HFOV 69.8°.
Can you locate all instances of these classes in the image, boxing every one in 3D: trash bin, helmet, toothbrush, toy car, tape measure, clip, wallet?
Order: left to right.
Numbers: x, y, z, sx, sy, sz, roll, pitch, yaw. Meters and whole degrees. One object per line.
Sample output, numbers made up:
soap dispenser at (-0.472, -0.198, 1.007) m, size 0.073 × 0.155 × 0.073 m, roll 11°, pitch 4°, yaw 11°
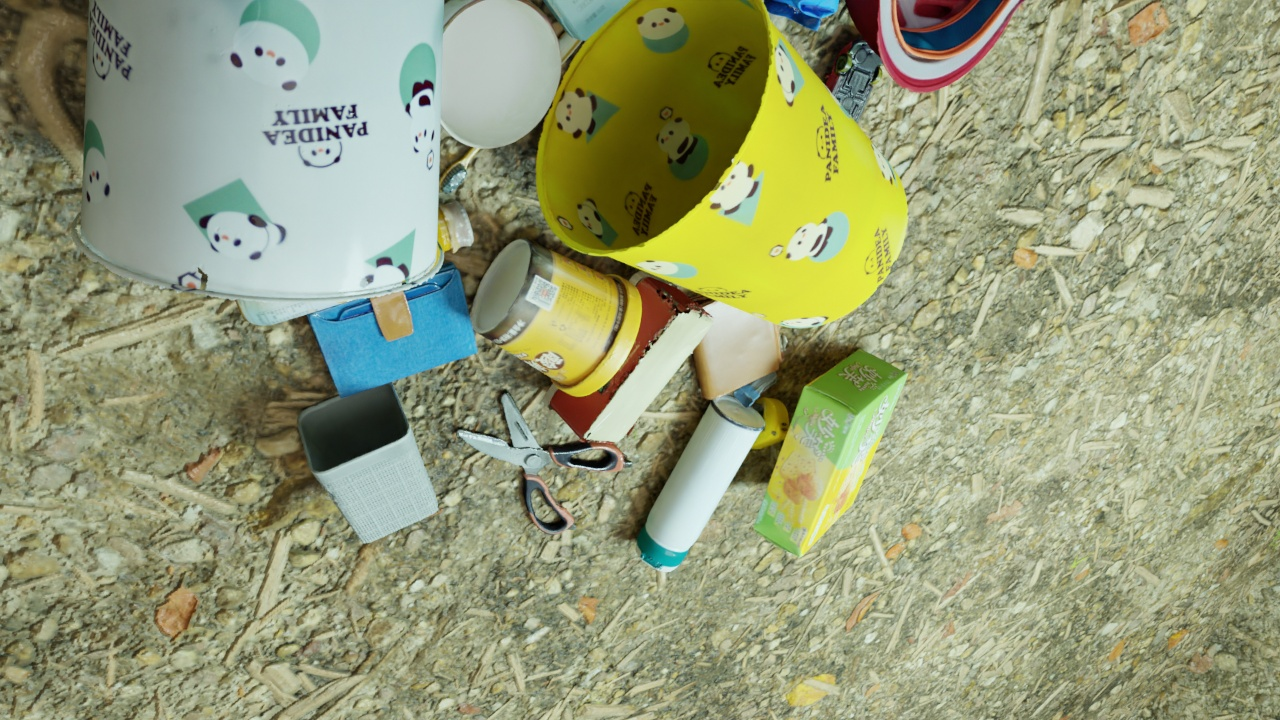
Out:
trash bin at (-0.225, -0.193, 0.566) m, size 0.229 × 0.229 × 0.252 m, roll -2°, pitch 118°, yaw -28°
wallet at (-0.215, -0.027, 0.807) m, size 0.133 × 0.040 × 0.106 m, roll -20°, pitch 134°, yaw -17°
toothbrush at (-0.102, -0.208, 0.750) m, size 0.191 × 0.018 × 0.016 m, roll -46°, pitch 133°, yaw 8°
wallet at (0.104, -0.028, 0.987) m, size 0.107 × 0.031 × 0.132 m, roll -25°, pitch 132°, yaw -10°
trash bin at (0.083, -0.151, 0.768) m, size 0.255 × 0.229 × 0.230 m, roll 23°, pitch 109°, yaw -44°
clip at (0.134, 0.028, 1.044) m, size 0.058 × 0.027 × 0.045 m, roll -38°, pitch 161°, yaw -27°
tape measure at (0.144, 0.071, 1.062) m, size 0.028 × 0.057 × 0.060 m, roll 9°, pitch 158°, yaw -30°
toy car at (0.194, -0.253, 0.875) m, size 0.049 × 0.031 × 0.106 m, roll 5°, pitch 121°, yaw -33°
helmet at (0.246, -0.362, 0.756) m, size 0.206 × 0.144 × 0.241 m, roll -12°, pitch 141°, yaw -29°

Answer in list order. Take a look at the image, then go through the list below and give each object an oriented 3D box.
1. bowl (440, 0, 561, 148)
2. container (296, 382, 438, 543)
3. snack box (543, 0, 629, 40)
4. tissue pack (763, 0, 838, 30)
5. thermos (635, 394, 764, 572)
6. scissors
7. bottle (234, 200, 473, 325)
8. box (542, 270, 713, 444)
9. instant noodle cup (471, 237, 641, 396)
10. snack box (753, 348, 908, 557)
bowl at (-0.122, -0.225, 0.692) m, size 0.113 × 0.062 × 0.114 m, roll -25°, pitch 136°, yaw -27°
container at (-0.245, 0.096, 0.843) m, size 0.090 × 0.090 × 0.114 m, roll -23°, pitch 133°, yaw -13°
snack box at (-0.009, -0.330, 0.692) m, size 0.175 × 0.051 × 0.074 m, roll -41°, pitch 133°, yaw 3°
tissue pack at (0.129, -0.351, 0.727) m, size 0.052 × 0.095 × 0.157 m, roll -10°, pitch 125°, yaw -20°
thermos at (0.064, 0.148, 1.069) m, size 0.073 × 0.073 × 0.225 m, roll 11°, pitch 116°, yaw -35°
scissors at (-0.102, 0.114, 0.984) m, size 0.226 × 0.015 × 0.189 m, roll 2°, pitch 121°, yaw -29°
bottle at (-0.229, -0.084, 0.734) m, size 0.189 × 0.068 × 0.068 m, roll -20°, pitch 130°, yaw -16°
box at (-0.006, 0.005, 0.899) m, size 0.168 × 0.080 × 0.091 m, roll -52°, pitch 154°, yaw 14°
instant noodle cup at (-0.079, -0.043, 0.822) m, size 0.114 × 0.118 × 0.118 m, roll 28°, pitch 106°, yaw -32°
snack box at (0.224, 0.107, 1.082) m, size 0.157 × 0.070 × 0.210 m, roll -26°, pitch 139°, yaw -50°
